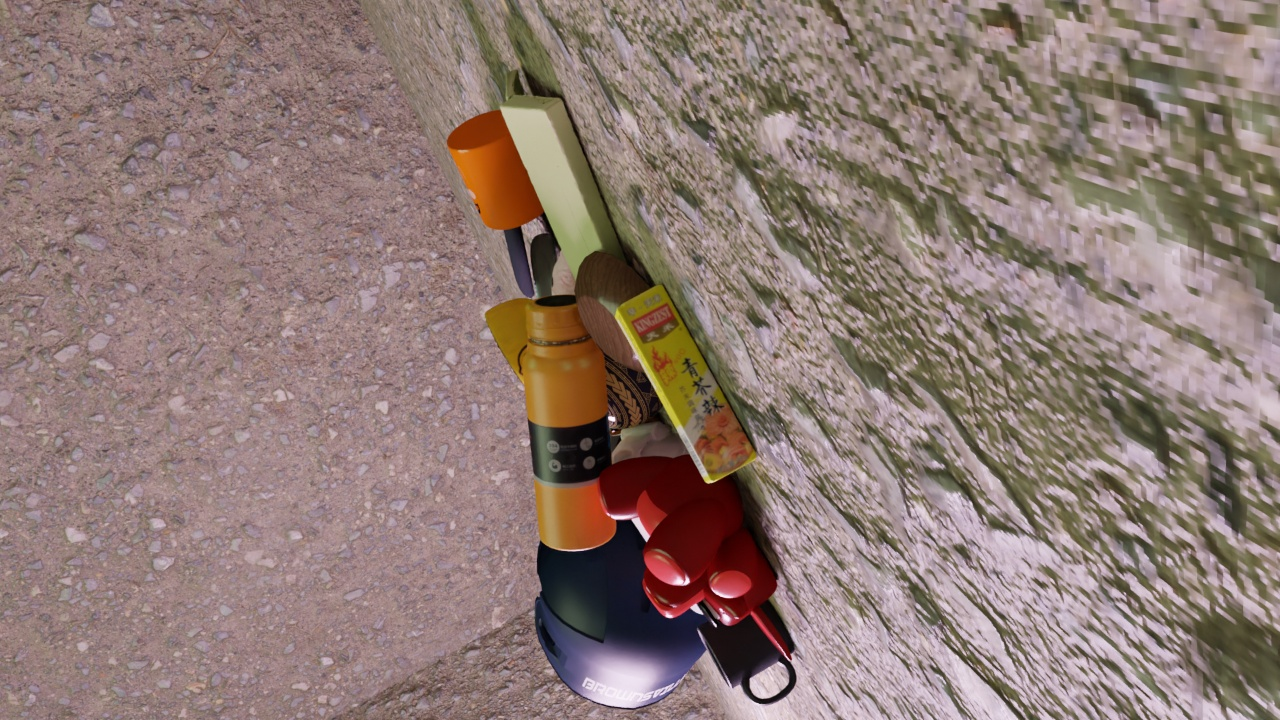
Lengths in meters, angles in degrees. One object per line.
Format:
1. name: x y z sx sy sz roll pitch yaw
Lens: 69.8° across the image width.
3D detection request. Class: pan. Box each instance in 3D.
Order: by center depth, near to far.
1. pan: -0.145 -0.103 1.141 0.198 0.021 0.357 -112 11 -65

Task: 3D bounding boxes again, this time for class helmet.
1. helmet: -0.010 0.264 1.139 0.272 0.232 0.224 -112 33 -49

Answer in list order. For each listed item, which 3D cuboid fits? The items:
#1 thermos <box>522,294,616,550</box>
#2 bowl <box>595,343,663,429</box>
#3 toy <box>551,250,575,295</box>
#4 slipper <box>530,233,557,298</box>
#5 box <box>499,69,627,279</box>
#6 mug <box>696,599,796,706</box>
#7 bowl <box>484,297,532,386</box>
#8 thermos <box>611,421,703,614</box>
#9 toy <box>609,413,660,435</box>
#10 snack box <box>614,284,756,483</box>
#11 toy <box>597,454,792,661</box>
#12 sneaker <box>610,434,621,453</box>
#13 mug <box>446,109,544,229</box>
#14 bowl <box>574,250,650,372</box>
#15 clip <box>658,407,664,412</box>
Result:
1. thermos: -0.074 0.056 0.858 0.076 0.091 0.233 -36 -53 -59
2. bowl: -0.037 0.029 0.918 0.112 0.061 0.113 32 153 19
3. toy: -0.066 -0.066 0.952 0.099 0.052 0.096 65 157 -1
4. slipper: -0.081 -0.042 1.100 0.104 0.074 0.245 91 166 -72
5. box: -0.067 -0.143 0.780 0.140 0.047 0.188 55 170 53
6. mug: 0.118 0.307 0.959 0.105 0.077 0.071 58 171 30
7. bowl: -0.108 -0.019 0.980 0.117 0.067 0.117 58 -179 -2
8. thermos: 0.037 0.166 0.972 0.220 0.099 0.099 62 173 -26
9. toy: 0.006 0.100 1.036 0.087 0.067 0.112 -40 -64 -73
10. snack box: 0.033 0.018 0.683 0.148 0.040 0.029 61 171 6
11. toy: 0.054 0.176 0.829 0.158 0.120 0.197 37 162 53
12. sneaker: -0.055 0.109 1.135 0.235 0.089 0.087 -75 -28 -55
13. mug: -0.142 -0.207 0.954 0.112 0.078 0.096 -80 -24 -47
14. bowl: -0.019 -0.033 0.757 0.118 0.030 0.118 42 155 24
15. clip: -0.005 0.006 0.961 0.054 0.040 0.101 3 122 58
